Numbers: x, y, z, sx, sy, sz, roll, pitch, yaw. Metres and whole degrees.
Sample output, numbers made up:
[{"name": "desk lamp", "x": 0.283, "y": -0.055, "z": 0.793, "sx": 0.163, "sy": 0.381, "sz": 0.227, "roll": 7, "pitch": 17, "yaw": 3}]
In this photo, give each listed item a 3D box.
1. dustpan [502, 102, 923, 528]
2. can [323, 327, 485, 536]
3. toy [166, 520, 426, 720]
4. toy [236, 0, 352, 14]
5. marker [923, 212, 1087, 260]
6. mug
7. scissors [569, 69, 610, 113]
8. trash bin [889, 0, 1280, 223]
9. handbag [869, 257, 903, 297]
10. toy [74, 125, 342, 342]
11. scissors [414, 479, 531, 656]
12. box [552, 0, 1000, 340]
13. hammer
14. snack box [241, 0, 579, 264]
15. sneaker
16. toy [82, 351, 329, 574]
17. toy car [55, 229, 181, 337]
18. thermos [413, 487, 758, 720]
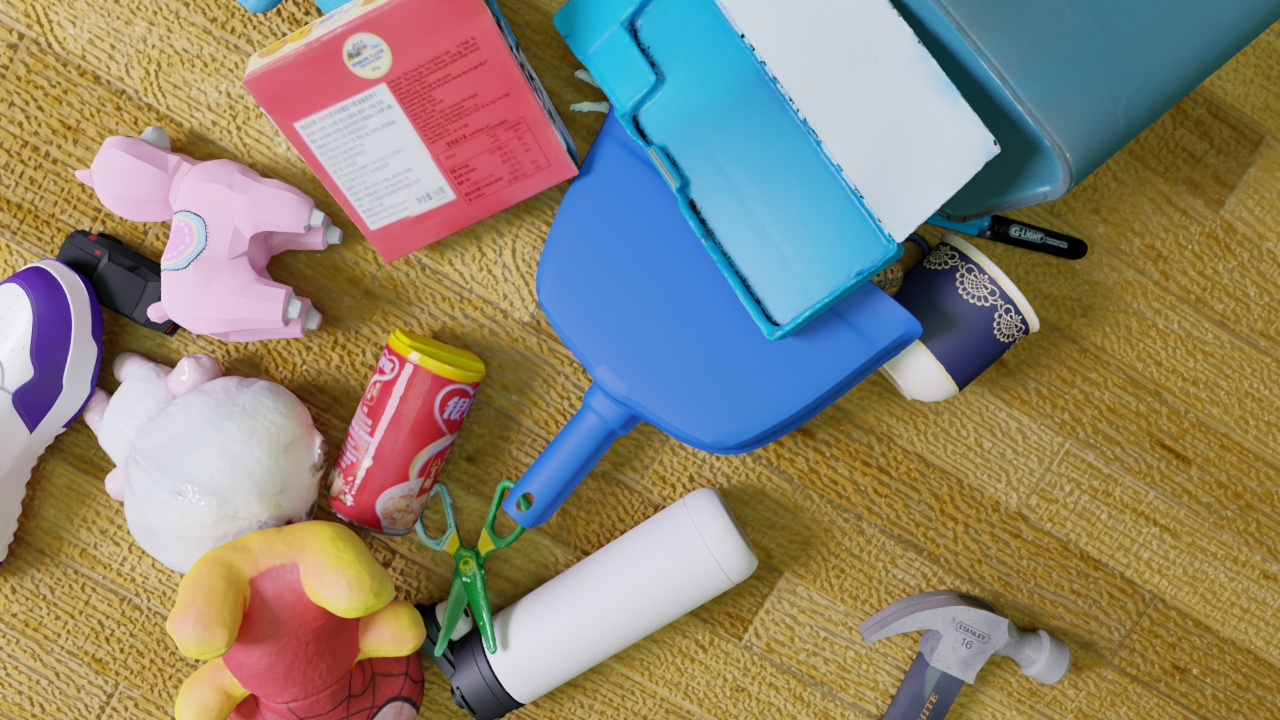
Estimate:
[{"name": "dustpan", "x": -0.004, "y": 0.003, "z": 0.587, "sx": 0.245, "sy": 0.059, "sz": 0.257, "roll": 41, "pitch": 92, "yaw": 12}, {"name": "can", "x": -0.157, "y": 0.046, "z": 0.610, "sx": 0.066, "sy": 0.066, "sz": 0.124, "roll": 25, "pitch": 97, "yaw": -5}, {"name": "toy", "x": -0.209, "y": 0.190, "z": 0.584, "sx": 0.147, "sy": 0.098, "sz": 0.217, "roll": -6, "pitch": 134, "yaw": -10}, {"name": "toy", "x": -0.179, "y": -0.275, "z": 0.534, "sx": 0.191, "sy": 0.099, "sz": 0.224, "roll": 24, "pitch": 108, "yaw": -21}, {"name": "marker", "x": 0.249, "y": -0.090, "z": 0.630, "sx": 0.123, "sy": 0.015, "sz": 0.018, "roll": 14, "pitch": 97, "yaw": -6}, {"name": "mug", "x": 0.188, "y": -0.031, "z": 0.610, "sx": 0.089, "sy": 0.085, "sz": 0.112, "roll": -42, "pitch": 62, "yaw": 6}, {"name": "scissors", "x": 0.012, "y": -0.158, "z": 0.613, "sx": 0.135, "sy": 0.016, "sz": 0.083, "roll": 2, "pitch": 100, "yaw": -1}, {"name": "trash bin", "x": 0.227, "y": -0.210, "z": 0.504, "sx": 0.218, "sy": 0.196, "sz": 0.199, "roll": -44, "pitch": 97, "yaw": -5}, {"name": "handbag", "x": 0.107, "y": -0.123, "z": 0.589, "sx": 0.043, "sy": 0.094, "sz": 0.196, "roll": -12, "pitch": 92, "yaw": -43}, {"name": "toy", "x": -0.277, "y": -0.079, "z": 0.582, "sx": 0.157, "sy": 0.067, "sz": 0.123, "roll": 13, "pitch": 82, "yaw": -2}, {"name": "scissors", "x": -0.125, "y": 0.139, "z": 0.625, "sx": 0.108, "sy": 0.012, "sz": 0.131, "roll": 15, "pitch": 75, "yaw": 18}, {"name": "box", "x": 0.069, "y": -0.155, "z": 0.508, "sx": 0.176, "sy": 0.060, "sz": 0.243, "roll": -42, "pitch": 76, "yaw": 41}, {"name": "hammer", "x": 0.180, "y": 0.314, "z": 0.679, "sx": 0.139, "sy": 0.035, "sz": 0.313, "roll": 25, "pitch": 97, "yaw": -4}, {"name": "snack box", "x": -0.132, "y": -0.147, "z": 0.552, "sx": 0.143, "sy": 0.040, "sz": 0.145, "roll": -22, "pitch": 131, "yaw": 11}, {"name": "sneaker", "x": -0.435, "y": 0.043, "z": 0.567, "sx": 0.092, "sy": 0.111, "sz": 0.244, "roll": 31, "pitch": 99, "yaw": 14}, {"name": "toy", "x": -0.292, "y": 0.061, "z": 0.598, "sx": 0.179, "sy": 0.101, "sz": 0.139, "roll": 33, "pitch": 96, "yaw": 18}, {"name": "toy car", "x": -0.343, "y": -0.052, "z": 0.604, "sx": 0.091, "sy": 0.036, "sz": 0.042, "roll": 28, "pitch": 96, "yaw": -6}, {"name": "thermos", "x": -0.041, "y": 0.158, "z": 0.634, "sx": 0.230, "sy": 0.068, "sz": 0.101, "roll": -32, "pitch": 85, "yaw": 4}]
